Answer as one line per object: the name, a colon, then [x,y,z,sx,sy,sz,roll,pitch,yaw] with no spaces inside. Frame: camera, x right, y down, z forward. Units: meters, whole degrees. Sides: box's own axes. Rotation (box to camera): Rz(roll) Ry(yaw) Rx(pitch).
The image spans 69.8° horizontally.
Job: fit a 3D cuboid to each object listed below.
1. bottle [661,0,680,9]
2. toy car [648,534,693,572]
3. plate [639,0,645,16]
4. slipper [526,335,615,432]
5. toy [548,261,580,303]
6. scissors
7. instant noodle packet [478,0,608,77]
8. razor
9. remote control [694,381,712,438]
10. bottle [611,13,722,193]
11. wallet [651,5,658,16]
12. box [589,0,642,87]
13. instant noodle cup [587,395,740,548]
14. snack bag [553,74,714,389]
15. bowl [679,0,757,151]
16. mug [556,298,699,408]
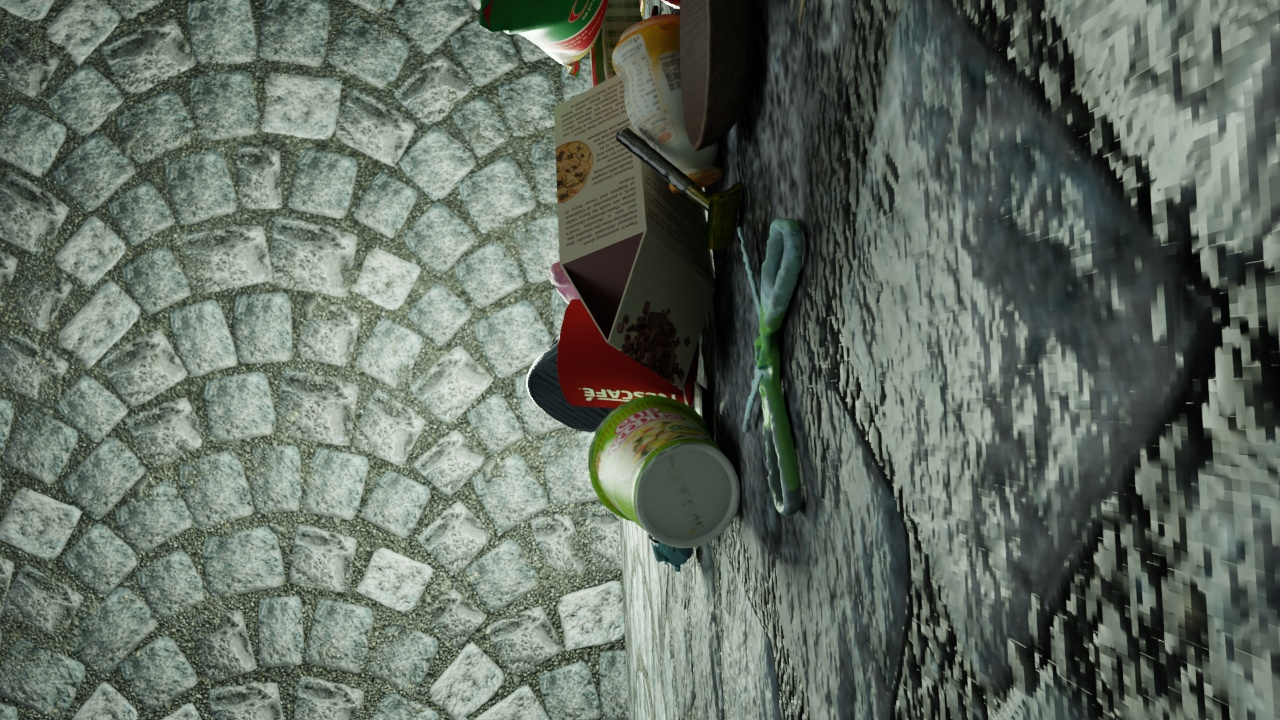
bottle: [0.005,-0.271,0.573,0.111,0.098,0.099,23,125,38]
toy car: [0.030,0.140,0.863,0.060,0.028,0.107,39,-145,-47]
plate: [0.004,-0.467,0.928,0.230,0.021,0.230,175,92,-86]
slipper: [-0.028,-0.017,0.863,0.264,0.101,0.082,-44,21,53]
toy: [-0.031,-0.101,0.956,0.266,0.128,0.186,107,165,-60]
scissors: [0.065,-0.005,0.466,0.172,0.021,0.171,86,176,-59]
instant noodle packet: [-0.062,-0.322,0.666,0.252,0.090,0.196,-45,-35,-76]
razor: [0.021,-0.114,0.569,0.106,0.026,0.043,45,154,29]
remote control: [0.050,0.079,0.720,0.028,0.012,0.124,-108,16,-75]
bottle: [0.022,-0.166,0.601,0.063,0.063,0.108,-171,65,-86]
wallet: [0.014,-0.295,0.963,0.092,0.018,0.115,96,172,-69]
box: [-0.023,-0.271,0.851,0.118,0.050,0.205,94,173,-55]
instant noodle cup: [0.020,0.080,0.638,0.108,0.099,0.099,-152,59,-77]
snack bag: [-0.003,-0.088,0.652,0.094,0.070,0.206,32,-134,-51]
bowl: [0.043,-0.176,0.504,0.118,0.030,0.118,175,92,-86]
mug: [-0.004,0.004,0.738,0.116,0.097,0.080,72,-157,-58]
